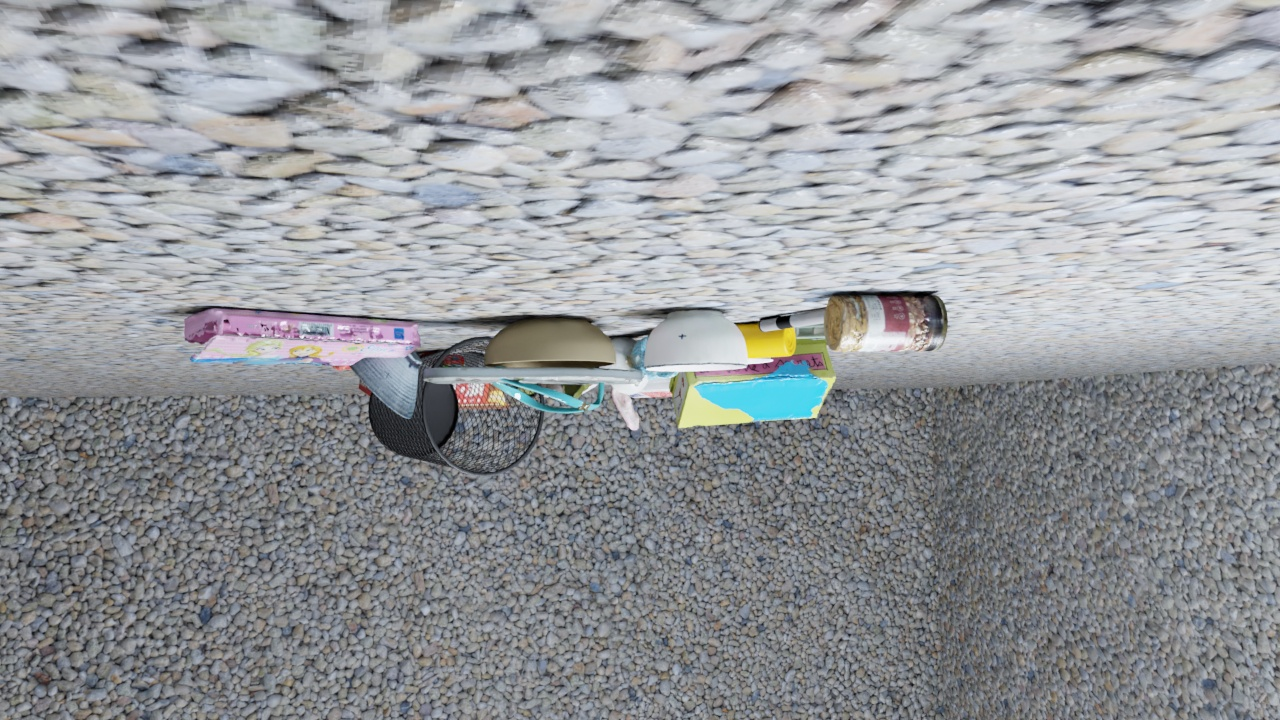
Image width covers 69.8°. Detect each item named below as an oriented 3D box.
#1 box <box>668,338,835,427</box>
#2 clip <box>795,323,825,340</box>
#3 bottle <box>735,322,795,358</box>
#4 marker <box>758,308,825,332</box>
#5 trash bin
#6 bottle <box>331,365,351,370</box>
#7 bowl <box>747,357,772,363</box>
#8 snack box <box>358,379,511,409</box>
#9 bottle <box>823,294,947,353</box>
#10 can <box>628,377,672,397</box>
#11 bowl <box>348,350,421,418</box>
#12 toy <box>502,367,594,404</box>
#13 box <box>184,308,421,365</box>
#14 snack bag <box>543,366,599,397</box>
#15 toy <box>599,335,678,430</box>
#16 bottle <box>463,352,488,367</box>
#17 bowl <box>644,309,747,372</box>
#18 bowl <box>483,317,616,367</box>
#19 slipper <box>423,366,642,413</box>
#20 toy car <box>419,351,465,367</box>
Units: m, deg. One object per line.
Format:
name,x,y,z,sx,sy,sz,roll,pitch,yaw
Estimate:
box,0.162,0.031,1.338,0.221,0.080,0.125,-5,146,-9
clip,0.233,-0.037,1.138,0.059,0.023,0.076,0,178,-44
bottle,0.117,-0.023,1.137,0.144,0.043,0.043,-3,176,28
marker,0.184,-0.046,1.019,0.016,0.016,0.141,1,175,-35
trash bin,-0.271,0.067,1.286,0.183,0.184,0.211,2,175,-40
bottle,-0.356,-0.008,1.212,0.044,0.044,0.109,-4,177,36
bowl,0.120,-0.018,1.222,0.110,0.040,0.110,-1,176,0
snack box,-0.336,0.038,1.532,0.235,0.060,0.113,2,-165,-44
bottle,0.238,-0.036,0.895,0.105,0.056,0.056,-1,176,-8
can,0.030,0.020,1.471,0.136,0.078,0.078,-4,175,37
bowl,-0.305,0.001,1.115,0.057,0.137,0.137,-41,177,-3
toy,-0.145,0.018,1.371,0.153,0.078,0.179,-6,-160,4
box,-0.349,-0.019,0.968,0.230,0.053,0.085,3,174,-43
snack bag,-0.097,0.027,1.469,0.130,0.039,0.144,-31,-161,-27
toy,-0.007,0.007,1.239,0.105,0.130,0.206,20,160,-8
bottle,-0.260,0.006,1.515,0.030,0.030,0.113,-2,176,11
bowl,0.060,-0.021,1.004,0.113,0.063,0.113,-1,176,0
bowl,-0.103,-0.020,1.056,0.152,0.050,0.152,-1,176,0
slipper,-0.115,0.033,1.064,0.268,0.054,0.098,2,173,-26
toy car,-0.313,0.004,1.429,0.091,0.036,0.042,-4,175,40
